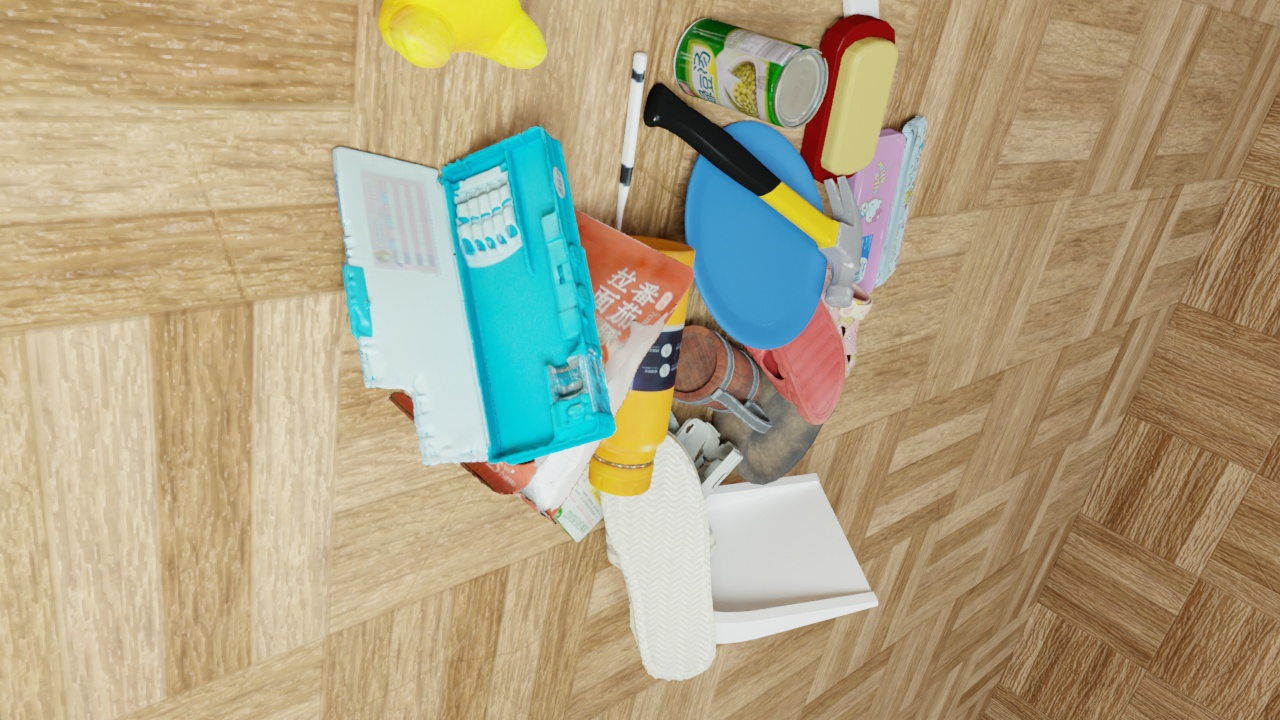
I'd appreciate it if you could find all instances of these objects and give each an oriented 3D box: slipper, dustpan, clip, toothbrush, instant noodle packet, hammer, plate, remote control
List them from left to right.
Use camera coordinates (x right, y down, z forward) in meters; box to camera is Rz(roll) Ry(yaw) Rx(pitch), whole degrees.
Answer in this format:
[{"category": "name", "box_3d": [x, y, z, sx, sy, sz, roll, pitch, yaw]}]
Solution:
[{"category": "instant noodle packet", "box_3d": [-0.070, -0.009, 0.729, 0.221, 0.164, 0.084, -53, 141, -4]}, {"category": "toothbrush", "box_3d": [-0.010, -0.174, 0.805, 0.017, 0.012, 0.187, -31, 137, -49]}, {"category": "slipper", "box_3d": [0.021, 0.198, 0.943, 0.054, 0.114, 0.273, -67, 146, -79]}, {"category": "clip", "box_3d": [0.060, 0.137, 1.024, 0.126, 0.105, 0.151, -48, 145, 6]}, {"category": "dustpan", "box_3d": [0.111, 0.219, 1.047, 0.257, 0.191, 0.053, -14, 132, -3]}, {"category": "plate", "box_3d": [0.113, -0.122, 0.914, 0.223, 0.024, 0.224, 2, 87, -44]}, {"category": "hammer", "box_3d": [0.121, -0.169, 0.886, 0.323, 0.029, 0.127, 27, 70, -40]}, {"category": "slipper", "box_3d": [0.151, -0.044, 1.000, 0.103, 0.059, 0.249, -40, 112, -34]}, {"category": "slipper", "box_3d": [0.233, -0.062, 1.074, 0.081, 0.093, 0.197, -22, 132, -1]}, {"category": "remote control", "box_3d": [0.227, -0.351, 0.939, 0.043, 0.013, 0.137, -41, 140, -20]}]

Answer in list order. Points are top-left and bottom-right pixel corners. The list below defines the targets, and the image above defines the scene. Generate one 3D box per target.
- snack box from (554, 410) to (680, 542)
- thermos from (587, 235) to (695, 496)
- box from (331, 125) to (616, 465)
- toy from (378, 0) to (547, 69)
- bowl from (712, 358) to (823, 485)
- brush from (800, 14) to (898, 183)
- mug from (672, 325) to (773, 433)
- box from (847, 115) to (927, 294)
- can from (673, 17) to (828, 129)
[{"category": "snack box", "box_3d": [-0.037, 0.093, 0.951, 0.167, 0.027, 0.132, -45, 140, -15]}, {"category": "thermos", "box_3d": [-0.005, 0.005, 0.845, 0.076, 0.091, 0.233, 6, 107, -7]}, {"category": "box", "box_3d": [-0.116, -0.041, 0.638, 0.168, 0.227, 0.087, -9, 166, -12]}, {"category": "toy", "box_3d": [-0.109, -0.279, 0.561, 0.134, 0.087, 0.194, -20, 128, -34]}, {"category": "bowl", "box_3d": [0.151, 0.063, 1.101, 0.161, 0.070, 0.162, -27, 133, -33]}, {"category": "brush", "box_3d": [0.220, -0.265, 0.953, 0.082, 0.042, 0.174, -18, 132, -29]}, {"category": "mug", "box_3d": [0.088, 0.027, 0.972, 0.081, 0.117, 0.111, -46, 148, 14]}, {"category": "box", "box_3d": [0.291, -0.182, 1.114, 0.151, 0.041, 0.215, -27, 133, -38]}, {"category": "can", "box_3d": [0.091, -0.244, 0.776, 0.067, 0.121, 0.067, -28, 134, -33]}]
